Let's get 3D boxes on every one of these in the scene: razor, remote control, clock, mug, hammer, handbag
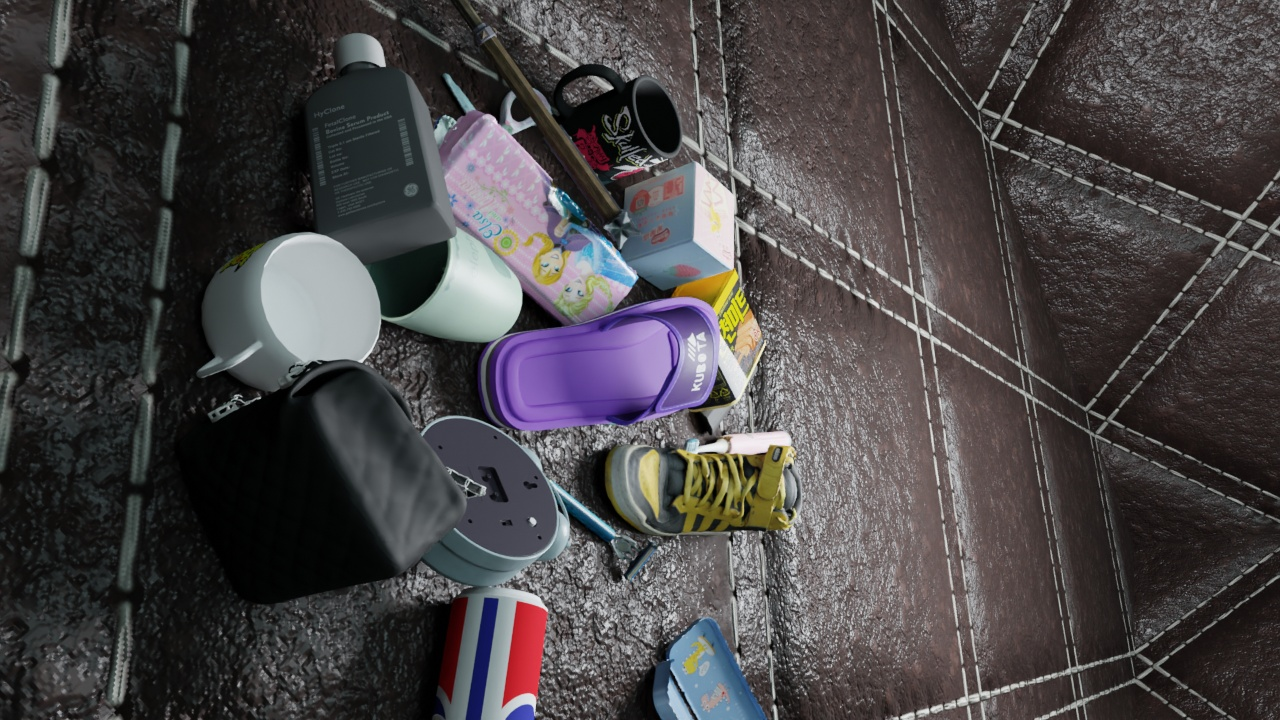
[{"bbox_3d":[-0.042,0.145,0.819,0.042,0.022,0.144,-50,122,-7],"label":"razor"},{"bbox_3d":[0.101,0.036,1.057,0.146,0.015,0.033,-47,116,-50],"label":"remote control"},{"bbox_3d":[-0.112,0.103,0.670,0.159,0.045,0.122,13,41,-51],"label":"clock"},{"bbox_3d":[-0.226,-0.024,0.575,0.094,0.068,0.115,61,37,-20],"label":"mug"},{"bbox_3d":[-0.150,-0.068,0.698,0.104,0.084,0.111,24,31,-59],"label":"mug"},{"bbox_3d":[-0.104,-0.238,0.809,0.317,0.028,0.147,54,4,-11],"label":"hammer"},{"bbox_3d":[-0.032,-0.235,0.894,0.118,0.098,0.081,48,43,-34],"label":"mug"},{"bbox_3d":[-0.180,0.061,0.539,0.114,0.154,0.125,-39,106,-49],"label":"handbag"}]

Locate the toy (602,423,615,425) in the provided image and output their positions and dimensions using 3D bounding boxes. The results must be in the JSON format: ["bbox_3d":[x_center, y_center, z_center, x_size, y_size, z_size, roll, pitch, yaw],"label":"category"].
[{"bbox_3d":[-0.033,0.017,0.864,0.085,0.033,0.105,47,48,-27],"label":"toy"}]

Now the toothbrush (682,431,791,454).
[{"bbox_3d":[0.110,0.096,1.039,0.222,0.027,0.026,3,104,-54],"label":"toothbrush"}]

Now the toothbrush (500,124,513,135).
[{"bbox_3d":[-0.155,-0.169,0.761,0.154,0.015,0.022,-44,126,-45],"label":"toothbrush"}]

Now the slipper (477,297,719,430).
[{"bbox_3d":[-0.005,0.005,0.800,0.265,0.084,0.107,-10,97,-41],"label":"slipper"}]

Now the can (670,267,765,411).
[{"bbox_3d":[0.075,-0.022,0.995,0.101,0.073,0.130,61,37,-25],"label":"can"}]

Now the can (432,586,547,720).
[{"bbox_3d":[-0.108,0.233,0.649,0.070,0.070,0.132,33,53,-44],"label":"can"}]

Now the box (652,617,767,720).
[{"bbox_3d":[0.075,0.362,0.890,0.209,0.043,0.124,64,35,-18],"label":"box"}]

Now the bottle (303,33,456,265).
[{"bbox_3d":[-0.189,-0.156,0.645,0.046,0.084,0.173,68,5,-65],"label":"bottle"}]

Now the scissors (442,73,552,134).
[{"bbox_3d":[-0.119,-0.192,0.834,0.170,0.013,0.176,54,42,-24],"label":"scissors"}]

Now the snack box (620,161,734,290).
[{"bbox_3d":[0.040,-0.139,0.966,0.079,0.093,0.094,30,55,-46],"label":"snack box"}]

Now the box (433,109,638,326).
[{"bbox_3d":[-0.101,-0.114,0.789,0.084,0.071,0.230,-51,136,-4],"label":"box"}]

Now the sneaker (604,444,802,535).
[{"bbox_3d":[0.077,0.124,0.901,0.238,0.122,0.086,19,62,-51],"label":"sneaker"}]
